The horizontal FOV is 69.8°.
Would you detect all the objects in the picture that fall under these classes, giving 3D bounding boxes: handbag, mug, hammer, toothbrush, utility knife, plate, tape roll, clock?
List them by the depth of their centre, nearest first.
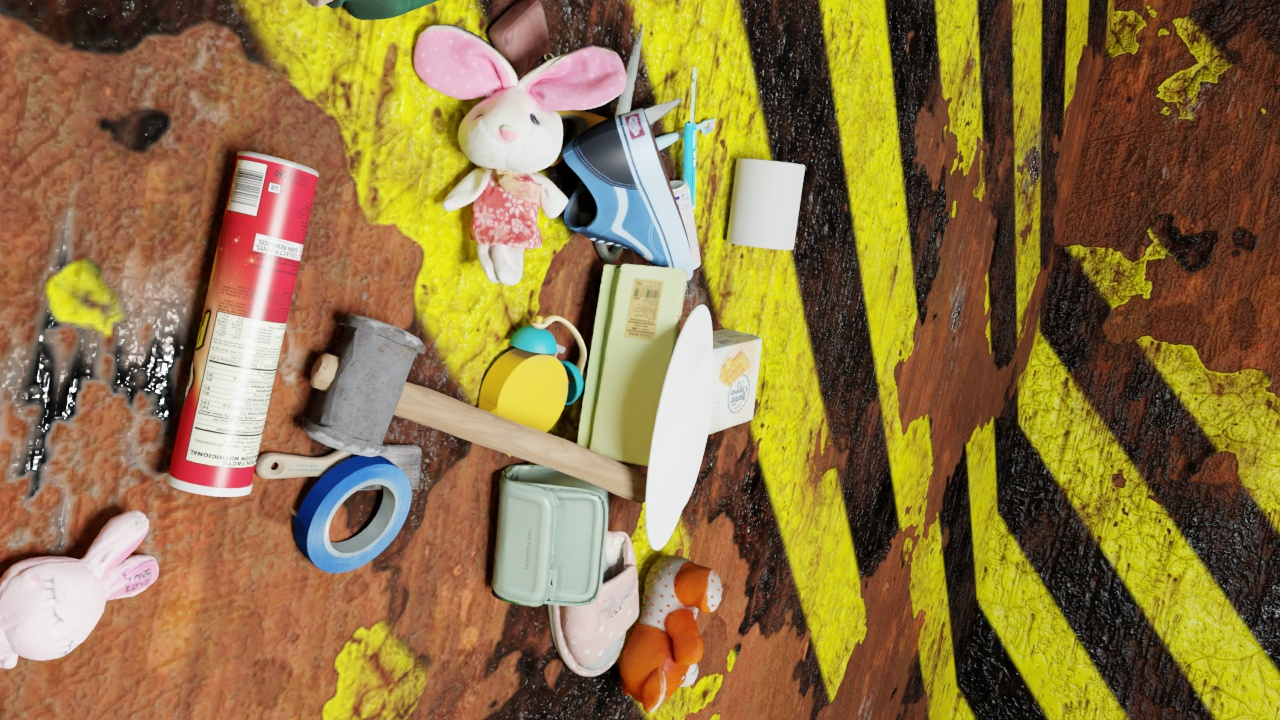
[{"bbox_3d":[-0.220,0.118,0.707,0.092,0.016,0.091,-35,138,-33],"label":"tape roll"},{"bbox_3d":[-0.111,0.061,0.749,0.328,0.052,0.098,25,81,-37],"label":"hammer"},{"bbox_3d":[-0.086,-0.239,0.777,0.055,0.029,0.120,-53,144,-25],"label":"handbag"},{"bbox_3d":[-0.097,0.021,0.839,0.129,0.044,0.099,-54,140,-17],"label":"clock"},{"bbox_3d":[-0.083,0.165,0.859,0.067,0.106,0.122,-103,-162,-75],"label":"handbag"},{"bbox_3d":[0.047,0.066,0.897,0.242,0.016,0.242,11,89,-76],"label":"plate"},{"bbox_3d":[0.031,-0.228,0.948,0.154,0.016,0.022,-33,165,-44],"label":"toothbrush"},{"bbox_3d":[0.050,-0.224,0.951,0.022,0.015,0.162,-47,147,-43],"label":"utility knife"},{"bbox_3d":[0.148,-0.185,1.082,0.111,0.079,0.097,-49,146,-76],"label":"mug"}]

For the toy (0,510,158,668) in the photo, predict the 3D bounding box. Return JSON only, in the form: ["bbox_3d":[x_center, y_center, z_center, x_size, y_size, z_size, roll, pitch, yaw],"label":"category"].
[{"bbox_3d":[-0.338,0.138,0.543,0.109,0.047,0.064,-42,141,-43],"label":"toy"}]

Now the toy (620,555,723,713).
[{"bbox_3d":[0.035,0.316,1.061,0.093,0.164,0.172,24,79,-10],"label":"toy"}]

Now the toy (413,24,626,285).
[{"bbox_3d":[-0.104,-0.158,0.722,0.084,0.159,0.194,-107,-154,-68],"label":"toy"}]

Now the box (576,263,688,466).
[{"bbox_3d":[-0.019,0.002,0.874,0.066,0.128,0.188,12,86,-33],"label":"box"}]

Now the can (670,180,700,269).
[{"bbox_3d":[0.042,-0.143,0.978,0.032,0.032,0.095,-42,133,-38],"label":"can"}]

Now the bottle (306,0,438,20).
[{"bbox_3d":[-0.170,-0.266,0.616,0.131,0.061,0.061,-42,130,-39],"label":"bottle"}]

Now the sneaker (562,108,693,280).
[{"bbox_3d":[-0.016,-0.138,0.849,0.241,0.098,0.083,58,16,-64],"label":"sneaker"}]

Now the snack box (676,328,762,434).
[{"bbox_3d":[0.059,0.030,1.043,0.207,0.058,0.104,-12,112,-51],"label":"snack box"}]

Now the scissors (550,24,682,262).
[{"bbox_3d":[-0.032,-0.190,0.852,0.224,0.016,0.230,-32,134,-39],"label":"scissors"}]

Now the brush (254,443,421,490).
[{"bbox_3d":[-0.227,0.082,0.706,0.151,0.012,0.039,9,96,-54],"label":"brush"}]

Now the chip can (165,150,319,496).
[{"bbox_3d":[-0.256,-0.023,0.592,0.051,0.052,0.214,11,93,-55],"label":"chip can"}]

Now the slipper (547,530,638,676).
[{"bbox_3d":[-0.048,0.234,0.969,0.113,0.054,0.275,-39,132,-40],"label":"slipper"}]
